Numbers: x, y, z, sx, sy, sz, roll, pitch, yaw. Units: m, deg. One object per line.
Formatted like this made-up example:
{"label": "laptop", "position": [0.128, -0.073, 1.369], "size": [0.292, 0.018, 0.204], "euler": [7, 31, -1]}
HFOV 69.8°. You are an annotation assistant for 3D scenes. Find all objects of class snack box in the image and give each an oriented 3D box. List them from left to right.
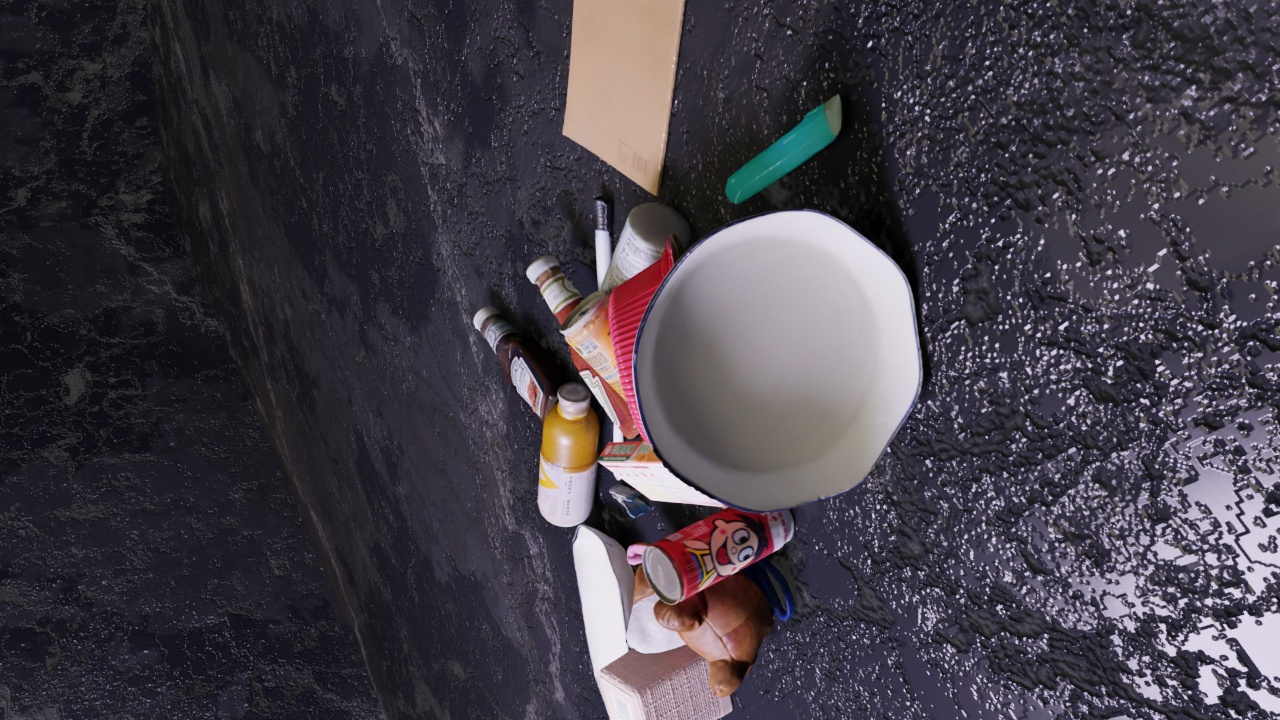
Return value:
{"label": "snack box", "position": [0.023, 0.110, 0.893], "size": [0.077, 0.027, 0.156], "euler": [38, 160, -18]}

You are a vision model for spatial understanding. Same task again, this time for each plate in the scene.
{"label": "plate", "position": [-0.029, 0.324, 1.104], "size": [0.162, 0.034, 0.266], "euler": [-170, 70, -67]}
{"label": "plate", "position": [0.092, 0.000, 0.631], "size": [0.045, 0.204, 0.205], "euler": [-137, 34, -75]}

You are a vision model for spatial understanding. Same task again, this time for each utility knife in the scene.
{"label": "utility knife", "position": [0.106, -0.153, 0.685], "size": [0.152, 0.012, 0.029], "euler": [-26, 82, 61]}

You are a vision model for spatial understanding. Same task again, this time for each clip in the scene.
{"label": "clip", "position": [-0.014, 0.152, 1.028], "size": [0.058, 0.027, 0.045], "euler": [20, 130, 56]}

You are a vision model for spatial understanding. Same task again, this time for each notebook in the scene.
{"label": "notebook", "position": [-0.017, -0.270, 0.810], "size": [0.149, 0.012, 0.212], "euler": [42, 139, 36]}

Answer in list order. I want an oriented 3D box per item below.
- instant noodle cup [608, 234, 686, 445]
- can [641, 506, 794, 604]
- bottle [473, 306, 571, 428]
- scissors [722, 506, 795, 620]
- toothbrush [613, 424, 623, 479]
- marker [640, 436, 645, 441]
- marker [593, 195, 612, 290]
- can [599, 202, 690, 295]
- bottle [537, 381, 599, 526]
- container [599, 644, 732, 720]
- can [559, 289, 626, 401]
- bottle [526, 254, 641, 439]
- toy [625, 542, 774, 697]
{"label": "instant noodle cup", "position": [0.023, -0.002, 0.744], "size": [0.193, 0.066, 0.194], "euler": [-13, -91, -79]}
{"label": "can", "position": [0.069, 0.160, 0.798], "size": [0.053, 0.132, 0.053], "euler": [33, 133, 45]}
{"label": "bottle", "position": [-0.145, 0.002, 1.127], "size": [0.195, 0.044, 0.080], "euler": [47, 141, 34]}
{"label": "scissors", "position": [0.093, 0.174, 0.886], "size": [0.173, 0.012, 0.125], "euler": [52, 144, 31]}
{"label": "toothbrush", "position": [-0.027, 0.057, 1.000], "size": [0.016, 0.016, 0.180], "euler": [35, 134, 46]}
{"label": "marker", "position": [-0.017, 0.037, 0.957], "size": [0.018, 0.015, 0.124], "euler": [-36, 85, 43]}
{"label": "marker", "position": [-0.035, -0.100, 0.925], "size": [0.023, 0.018, 0.131], "euler": [29, 129, 49]}
{"label": "can", "position": [-0.003, -0.076, 0.850], "size": [0.058, 0.058, 0.147], "euler": [55, 146, 23]}
{"label": "bottle", "position": [-0.082, 0.110, 1.065], "size": [0.068, 0.067, 0.190], "euler": [42, 139, 38]}
{"label": "container", "position": [0.025, 0.357, 0.997], "size": [0.090, 0.110, 0.090], "euler": [6, 112, 56]}
{"label": "can", "position": [-0.005, 0.005, 0.841], "size": [0.146, 0.058, 0.058], "euler": [46, 153, -17]}
{"label": "bottle", "position": [-0.046, -0.018, 0.925], "size": [0.206, 0.059, 0.060], "euler": [55, 146, 10]}
{"label": "toy", "position": [0.045, 0.245, 0.892], "size": [0.140, 0.130, 0.199], "euler": [57, 171, -13]}
